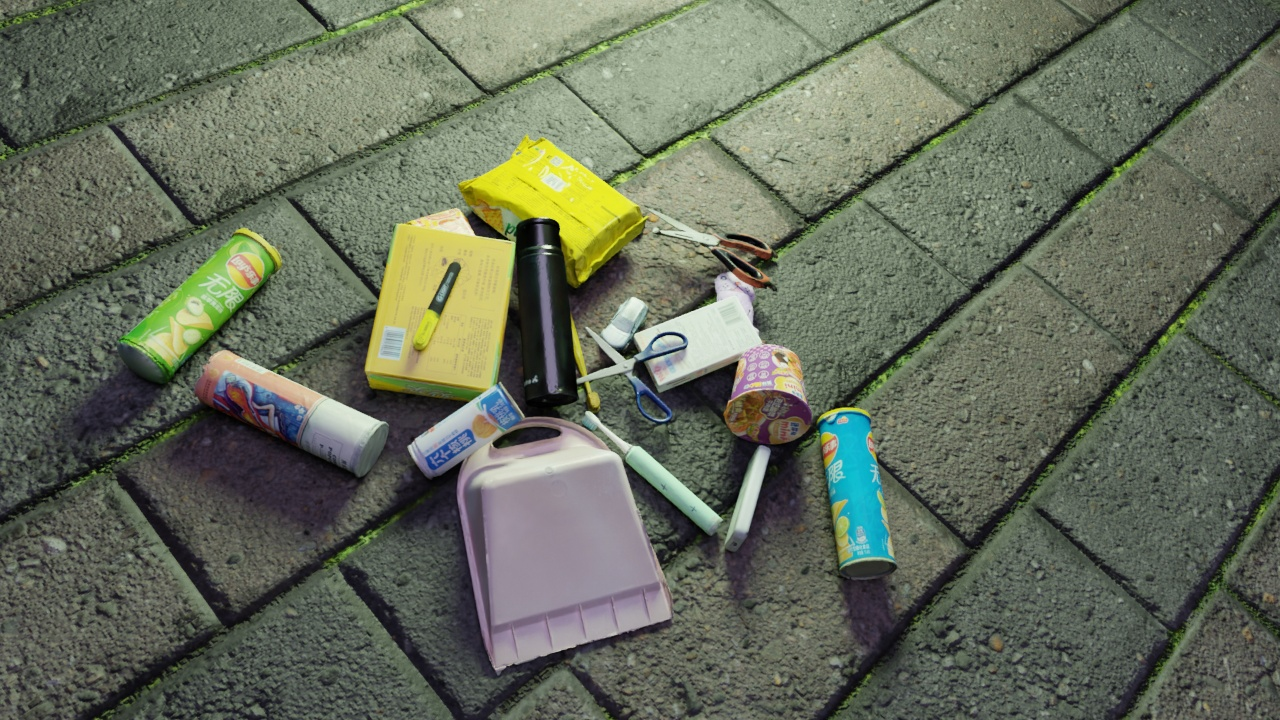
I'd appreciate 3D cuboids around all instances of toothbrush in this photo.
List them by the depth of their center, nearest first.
[{"bbox_3d":[0.012,0.138,1.155,0.224,0.027,0.026,40,22,14],"label":"toothbrush"},{"bbox_3d":[-0.085,-0.014,1.238,0.015,0.017,0.190,-9,60,-18],"label":"toothbrush"}]

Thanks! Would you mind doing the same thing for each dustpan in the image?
[{"bbox_3d":[-0.102,0.201,1.099,0.222,0.139,0.273,-8,87,-19],"label":"dustpan"}]

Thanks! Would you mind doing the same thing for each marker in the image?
[{"bbox_3d":[-0.249,-0.069,1.128,0.018,0.015,0.124,23,67,-8],"label":"marker"}]

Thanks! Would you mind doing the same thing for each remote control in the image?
[{"bbox_3d":[0.135,0.171,1.144,0.020,0.056,0.135,21,55,3],"label":"remote control"}]

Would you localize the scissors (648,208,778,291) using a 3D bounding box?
[{"bbox_3d":[0.116,-0.168,1.347,0.226,0.015,0.188,41,37,14],"label":"scissors"}]

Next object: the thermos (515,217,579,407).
[{"bbox_3d":[-0.128,-0.060,1.202,0.068,0.090,0.242,3,71,-27],"label":"thermos"}]

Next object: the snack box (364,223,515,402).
[{"bbox_3d":[-0.250,-0.058,1.170,0.157,0.070,0.209,8,70,-7],"label":"snack box"}]

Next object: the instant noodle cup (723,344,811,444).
[{"bbox_3d":[0.170,0.040,1.213,0.111,0.112,0.099,13,49,-5],"label":"instant noodle cup"}]

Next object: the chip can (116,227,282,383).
[{"bbox_3d":[-0.543,-0.068,1.134,0.072,0.073,0.220,28,56,6],"label":"chip can"}]

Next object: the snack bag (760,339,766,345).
[{"bbox_3d":[0.125,-0.019,1.285,0.104,0.026,0.048,14,69,-2],"label":"snack bag"}]

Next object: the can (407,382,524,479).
[{"bbox_3d":[-0.208,0.085,1.097,0.134,0.053,0.053,-34,69,-6],"label":"can"}]

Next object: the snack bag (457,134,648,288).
[{"bbox_3d":[-0.122,-0.224,1.318,0.246,0.068,0.157,37,61,16],"label":"snack bag"}]

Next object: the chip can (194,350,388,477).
[{"bbox_3d":[-0.410,0.061,1.081,0.215,0.071,0.071,24,55,4],"label":"chip can"}]

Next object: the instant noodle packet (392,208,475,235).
[{"bbox_3d":[-0.268,-0.153,1.272,0.110,0.044,0.128,-20,64,-27],"label":"instant noodle packet"}]

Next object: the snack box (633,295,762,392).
[{"bbox_3d":[0.078,-0.024,1.253,0.156,0.027,0.084,-22,66,-9],"label":"snack box"}]

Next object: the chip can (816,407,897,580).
[{"bbox_3d":[0.274,0.167,1.169,0.071,0.071,0.209,5,56,-10],"label":"chip can"}]

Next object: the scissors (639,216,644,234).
[{"bbox_3d":[-0.087,-0.208,1.366,0.170,0.019,0.180,28,57,5],"label":"scissors"}]

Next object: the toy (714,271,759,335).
[{"bbox_3d":[0.132,-0.085,1.322,0.084,0.039,0.107,13,56,-6],"label":"toy"}]

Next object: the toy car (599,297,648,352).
[{"bbox_3d":[-0.022,-0.050,1.268,0.043,0.034,0.090,31,57,4],"label":"toy car"}]

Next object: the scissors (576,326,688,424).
[{"bbox_3d":[-0.007,0.008,1.212,0.162,0.012,0.173,-39,74,-19],"label":"scissors"}]
